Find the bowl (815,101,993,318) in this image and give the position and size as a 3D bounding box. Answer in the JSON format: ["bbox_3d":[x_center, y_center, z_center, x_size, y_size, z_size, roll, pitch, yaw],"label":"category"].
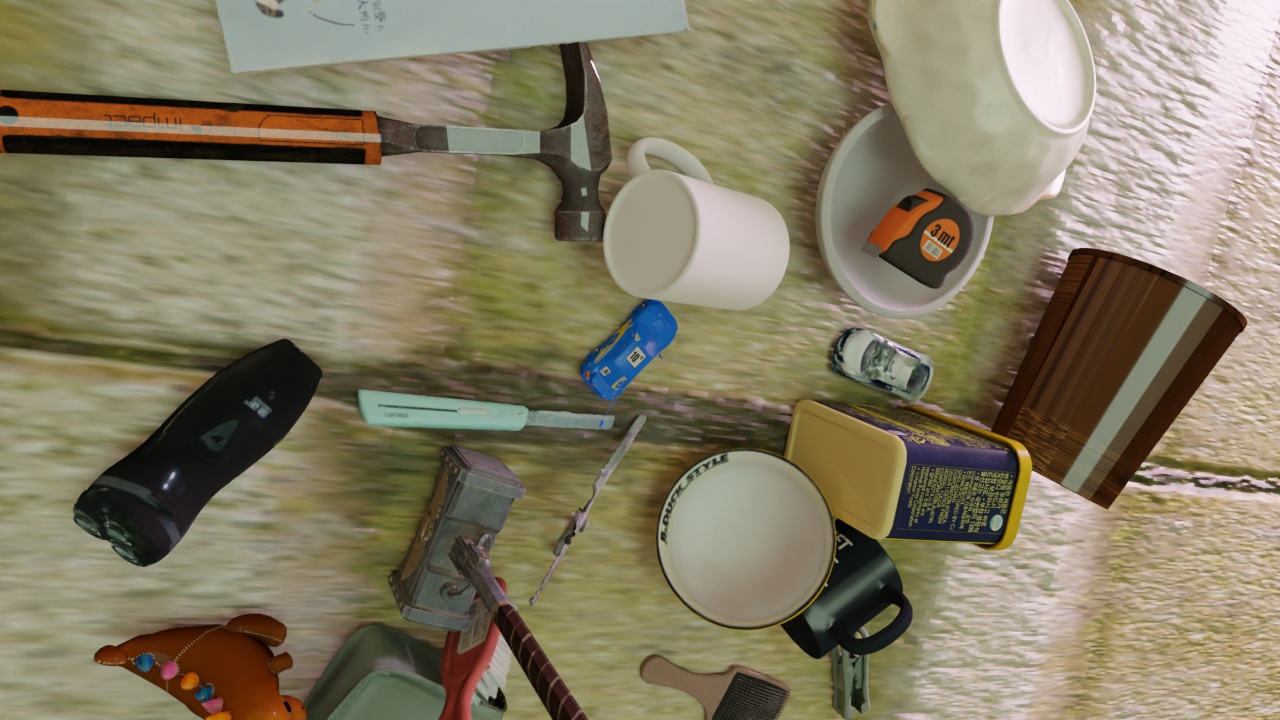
[{"bbox_3d":[0.178,-0.106,0.646,0.149,0.043,0.149,-5,103,-24],"label":"bowl"}]

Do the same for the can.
[{"bbox_3d":[0.177,0.075,0.636,0.104,0.135,0.075,7,98,-23],"label":"can"}]

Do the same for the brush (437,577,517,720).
[{"bbox_3d":[-0.095,0.185,0.520,0.041,0.172,0.030,-30,109,10],"label":"brush"}]

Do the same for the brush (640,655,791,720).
[{"bbox_3d":[0.057,0.249,0.684,0.135,0.015,0.050,29,89,-27],"label":"brush"}]

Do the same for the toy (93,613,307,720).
[{"bbox_3d":[-0.233,0.177,0.491,0.103,0.090,0.070,28,89,-48],"label":"toy"}]

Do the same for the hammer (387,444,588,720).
[{"bbox_3d":[-0.058,0.132,0.435,0.044,0.322,0.098,22,91,-27],"label":"hammer"}]

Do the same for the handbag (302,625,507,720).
[{"bbox_3d":[-0.156,0.235,0.556,0.106,0.067,0.121,35,86,-25],"label":"handbag"}]

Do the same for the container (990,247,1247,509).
[{"bbox_3d":[0.356,0.017,0.713,0.132,0.132,0.167,25,96,-27],"label":"container"}]

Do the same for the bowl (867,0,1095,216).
[{"bbox_3d":[0.248,-0.195,0.615,0.219,0.060,0.188,31,66,-26],"label":"bowl"}]

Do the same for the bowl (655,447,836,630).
[{"bbox_3d":[0.072,0.123,0.624,0.117,0.067,0.117,-3,73,9],"label":"bowl"}]

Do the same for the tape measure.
[{"bbox_3d":[0.186,-0.084,0.610,0.058,0.038,0.059,26,103,-26],"label":"tape measure"}]

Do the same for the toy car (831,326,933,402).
[{"bbox_3d":[0.183,0.004,0.681,0.089,0.027,0.039,18,95,-26],"label":"toy car"}]

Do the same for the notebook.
[{"bbox_3d":[-0.103,-0.254,0.486,0.253,0.009,0.181,-14,94,-21],"label":"notebook"}]

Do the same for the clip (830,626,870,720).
[{"bbox_3d":[0.167,0.247,0.730,0.042,0.023,0.076,-14,109,-23],"label":"clip"}]

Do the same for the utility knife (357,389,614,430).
[{"bbox_3d":[-0.092,0.035,0.572,0.165,0.015,0.022,6,67,-27],"label":"utility knife"}]

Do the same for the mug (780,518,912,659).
[{"bbox_3d":[0.146,0.170,0.657,0.077,0.105,0.071,-32,117,-15],"label":"mug"}]

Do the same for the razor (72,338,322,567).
[{"bbox_3d":[-0.229,0.047,0.484,0.140,0.064,0.053,-45,116,-8],"label":"razor"}]

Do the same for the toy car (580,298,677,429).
[{"bbox_3d":[-0.004,0.003,0.577,0.092,0.062,0.033,-45,115,-9],"label":"toy car"}]

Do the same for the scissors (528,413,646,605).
[{"bbox_3d":[-0.029,0.084,0.556,0.014,0.142,0.157,32,68,1],"label":"scissors"}]

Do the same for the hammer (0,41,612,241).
[{"bbox_3d":[-0.166,-0.134,0.491,0.313,0.035,0.138,-3,101,-23],"label":"hammer"}]

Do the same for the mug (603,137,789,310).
[{"bbox_3d":[0.029,-0.087,0.562,0.090,0.074,0.110,3,62,-48],"label":"mug"}]
